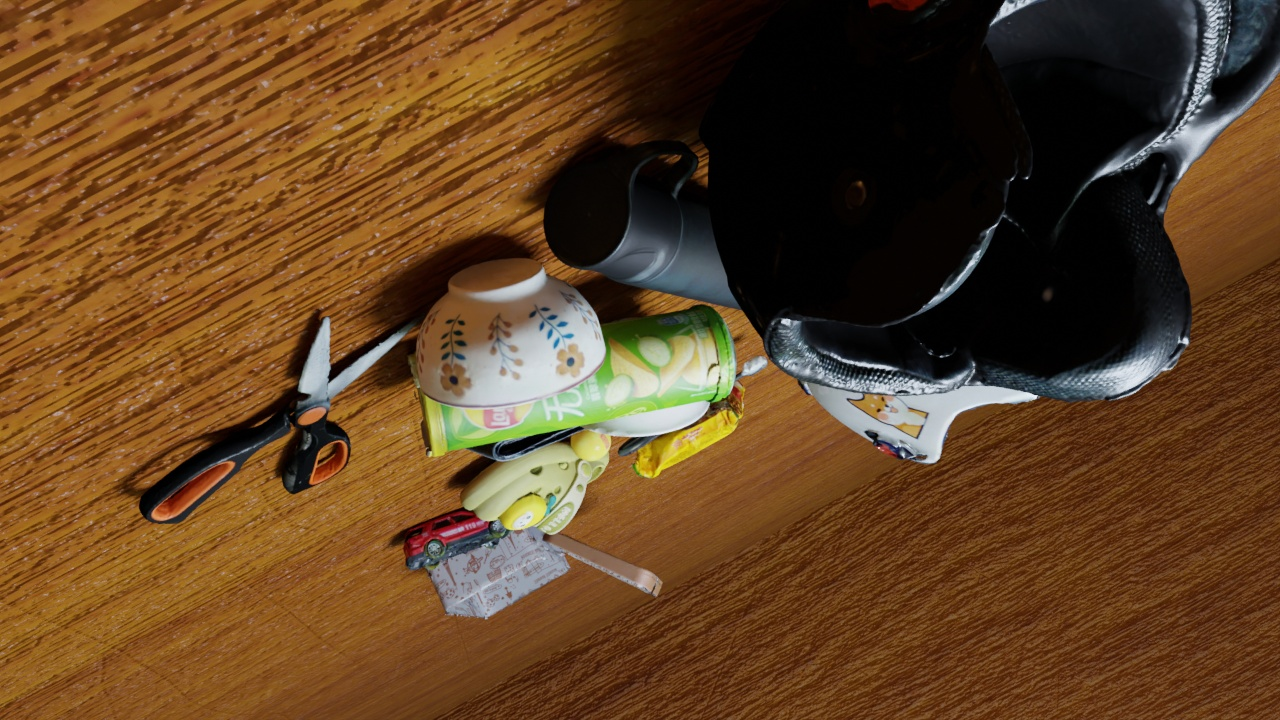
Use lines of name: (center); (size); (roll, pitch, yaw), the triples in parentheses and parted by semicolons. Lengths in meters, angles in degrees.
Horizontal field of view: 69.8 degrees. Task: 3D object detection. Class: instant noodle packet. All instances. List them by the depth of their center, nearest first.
instant noodle packet: (0.051, 0.067, 0.977); (0.129, 0.044, 0.110); (-34, -170, 18)

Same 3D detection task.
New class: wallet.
wallet: (-0.086, 0.052, 0.765); (0.120, 0.019, 0.097); (-19, -168, -27)

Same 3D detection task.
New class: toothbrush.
toothbrush: (0.050, 0.047, 0.926); (0.181, 0.015, 0.018); (-34, 161, 13)

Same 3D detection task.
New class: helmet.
helmet: (0.156, -0.103, 0.451); (0.233, 0.230, 0.275); (14, 126, -44)
helmet: (0.198, -0.049, 0.723); (0.157, 0.229, 0.275); (20, 158, -9)

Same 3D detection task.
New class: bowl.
bowl: (-0.081, -0.023, 0.544); (0.113, 0.113, 0.062); (-20, 116, -24)
bowl: (-0.004, 0.004, 0.726); (0.118, 0.118, 0.065); (-17, 118, -30)

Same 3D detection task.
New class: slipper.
slipper: (-0.091, 0.130, 0.928); (0.092, 0.081, 0.190); (-43, 159, 29)

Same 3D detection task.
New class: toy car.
toy car: (-0.194, 0.186, 0.975); (0.120, 0.045, 0.053); (-12, 158, -27)

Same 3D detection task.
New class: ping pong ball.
ping pong ball: (-0.050, 0.080, 0.915); (0.040, 0.040, 0.040); (-26, 161, -10)

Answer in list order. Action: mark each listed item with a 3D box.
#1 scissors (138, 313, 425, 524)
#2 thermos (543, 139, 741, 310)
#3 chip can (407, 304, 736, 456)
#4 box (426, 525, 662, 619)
scissors: (-0.227, 0.041, 0.605); (0.220, 0.021, 0.225); (-32, 164, -8)
thermos: (0.042, -0.080, 0.593); (0.090, 0.068, 0.242); (-44, 157, 21)
chip can: (-0.043, 0.011, 0.634); (0.221, 0.072, 0.073); (-11, 157, -15)
box: (-0.111, 0.242, 1.102); (0.272, 0.130, 0.179); (-4, 162, 6)
